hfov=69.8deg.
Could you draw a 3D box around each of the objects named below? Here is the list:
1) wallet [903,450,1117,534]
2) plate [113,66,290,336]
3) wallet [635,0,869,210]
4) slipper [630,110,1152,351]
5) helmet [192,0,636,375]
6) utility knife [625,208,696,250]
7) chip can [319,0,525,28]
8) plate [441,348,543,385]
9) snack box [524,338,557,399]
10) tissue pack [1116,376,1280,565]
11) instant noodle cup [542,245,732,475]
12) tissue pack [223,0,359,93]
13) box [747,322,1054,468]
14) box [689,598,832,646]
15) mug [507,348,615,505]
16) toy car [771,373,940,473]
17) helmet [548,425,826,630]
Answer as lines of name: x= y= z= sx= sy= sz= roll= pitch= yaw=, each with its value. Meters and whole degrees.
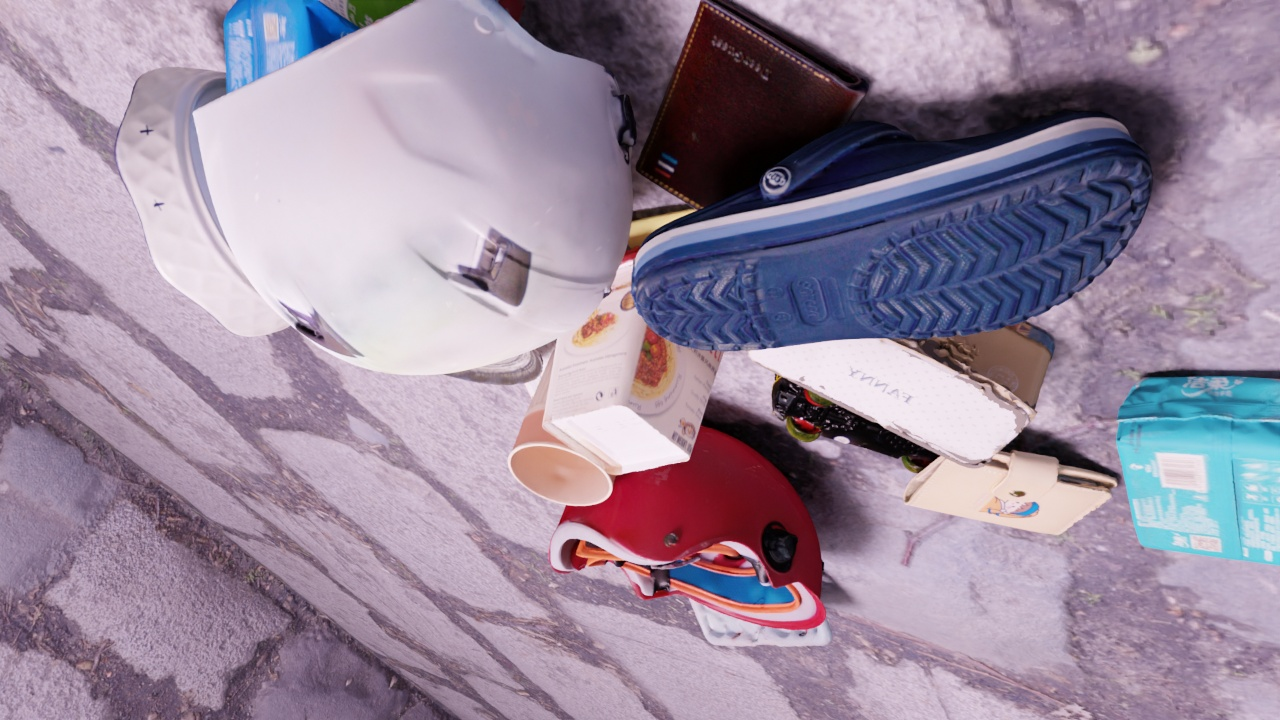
wallet: x=0.251 y=0.088 z=0.625 sx=0.115 sy=0.024 sz=0.087 roll=13 pitch=144 yaw=-3
plate: x=-0.293 y=-0.122 z=0.684 sx=0.046 sy=0.204 sz=0.205 roll=-14 pitch=134 yaw=13
wallet: x=0.056 y=-0.128 z=0.508 sx=0.096 sy=0.020 sz=0.123 roll=30 pitch=142 yaw=2
slipper: x=0.117 y=-0.068 z=0.473 sx=0.253 sy=0.095 sz=0.105 roll=-12 pitch=147 yaw=22
helmet: x=-0.106 y=-0.068 z=0.516 sx=0.229 sy=0.145 sz=0.258 roll=-14 pitch=164 yaw=16
utility knife: x=0.046 y=-0.085 z=0.589 sx=0.167 sy=0.018 sz=0.031 roll=2 pitch=143 yaw=42
chip can: x=-0.181 y=-0.241 z=0.508 sx=0.236 sy=0.072 sz=0.072 roll=33 pitch=150 yaw=-3
plate: x=-0.162 y=-0.029 z=0.739 sx=0.179 sy=0.024 sz=0.180 roll=14 pitch=158 yaw=5
snack box: x=-0.075 y=0.010 z=0.828 sx=0.075 sy=0.026 sz=0.154 roll=15 pitch=146 yaw=25
tissue pack: x=0.331 y=0.066 z=0.522 sx=0.093 sy=0.050 sz=0.133 roll=2 pitch=139 yaw=37
instant noodle cup: x=-0.004 y=0.004 z=0.632 sx=0.117 sy=0.124 sz=0.116 roll=-17 pitch=138 yaw=38
tissue pack: x=-0.231 y=-0.179 z=0.618 sx=0.095 sy=0.052 sz=0.157 roll=9 pitch=102 yaw=32
box: x=0.150 y=-0.009 z=0.567 sx=0.184 sy=0.062 sz=0.090 roll=29 pitch=149 yaw=7
box: x=0.100 y=0.235 z=0.971 sx=0.161 sy=0.058 sz=0.202 roll=55 pitch=145 yaw=-9
mug: x=-0.052 y=0.056 z=0.730 sx=0.081 sy=0.105 sz=0.115 roll=18 pitch=143 yaw=-1
toy car: x=0.165 y=0.039 z=0.637 sx=0.156 sy=0.041 sz=0.071 roll=18 pitch=151 yaw=4
helmet: x=0.054 y=0.135 z=0.790 sx=0.240 sy=0.143 sz=0.207 roll=23 pitch=155 yaw=-20
